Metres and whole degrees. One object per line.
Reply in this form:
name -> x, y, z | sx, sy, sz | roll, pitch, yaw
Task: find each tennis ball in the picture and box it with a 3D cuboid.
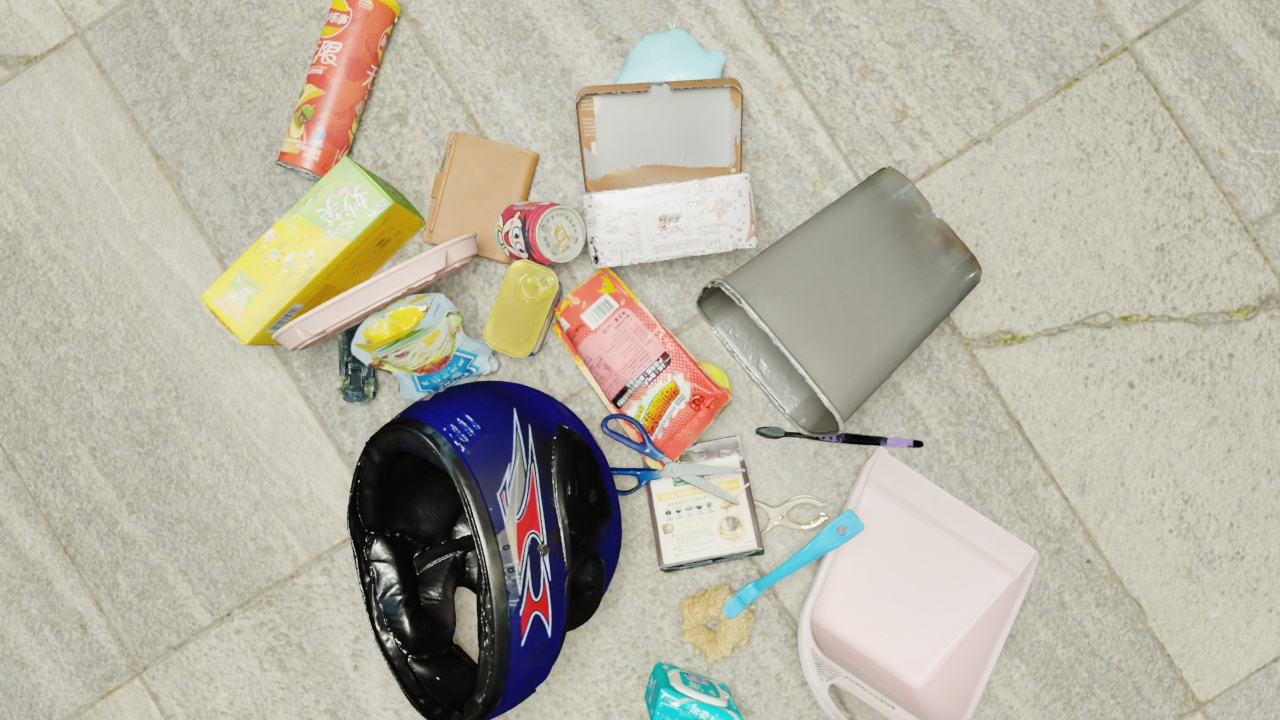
tennis ball -> 0.068, 0.034, 1.009 | 0.065, 0.065, 0.065 | 0, 89, 1

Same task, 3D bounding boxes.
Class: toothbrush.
toothbrush -> 0.223, 0.086, 1.027 | 0.189, 0.017, 0.014 | 4, 75, 2

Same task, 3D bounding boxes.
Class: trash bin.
trash bin -> 0.204, -0.064, 0.951 | 0.219, 0.199, 0.198 | -41, 88, -6

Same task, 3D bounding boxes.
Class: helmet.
helmet -> -0.135, 0.176, 0.922 | 0.248, 0.239, 0.315 | -21, 80, 39

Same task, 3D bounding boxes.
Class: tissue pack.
tissue pack -> 0.055, 0.368, 0.971 | 0.093, 0.133, 0.050 | 21, 86, -2

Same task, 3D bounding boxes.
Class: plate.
plate -> -0.265, -0.068, 0.940 | 0.229, 0.229, 0.028 | -28, 99, 1

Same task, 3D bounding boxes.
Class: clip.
clip -> 0.158, 0.171, 1.023 | 0.100, 0.034, 0.071 | -10, 89, 10

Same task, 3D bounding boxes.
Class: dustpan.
dustpan -> 0.289, 0.261, 0.964 | 0.222, 0.139, 0.273 | 31, 91, 2

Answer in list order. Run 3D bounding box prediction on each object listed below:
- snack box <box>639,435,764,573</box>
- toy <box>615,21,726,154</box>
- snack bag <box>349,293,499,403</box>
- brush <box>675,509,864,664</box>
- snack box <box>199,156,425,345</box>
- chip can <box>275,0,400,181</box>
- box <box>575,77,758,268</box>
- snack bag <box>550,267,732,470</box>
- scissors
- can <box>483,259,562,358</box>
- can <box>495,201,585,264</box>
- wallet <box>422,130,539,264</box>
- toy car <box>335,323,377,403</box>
snack box -> 0.067, 0.157, 0.998 | 0.113, 0.053, 0.125 | -12, 67, 6
toy -> 0.017, -0.298, 1.023 | 0.161, 0.049, 0.156 | -4, 97, 9
snack bag -> -0.219, -0.004, 0.961 | 0.110, 0.191, 0.039 | -36, 66, -5
brush -> 0.134, 0.238, 0.973 | 0.255, 0.045, 0.083 | -44, 80, 26
snack box -> -0.340, -0.109, 0.975 | 0.210, 0.157, 0.070 | -44, 92, 0
chip can -> -0.338, -0.307, 1.022 | 0.073, 0.073, 0.216 | 20, 90, 2
box -> 0.027, -0.206, 0.967 | 0.183, 0.155, 0.187 | -7, 104, 0
snack bag -> -0.006, 0.006, 0.984 | 0.208, 0.073, 0.129 | 49, 119, 12
scissors -> 0.022, 0.117, 0.970 | 0.165, 0.012, 0.157 | 47, 118, 6
can -> -0.125, -0.054, 1.006 | 0.057, 0.083, 0.102 | 22, 89, 1
can -> -0.108, -0.138, 0.992 | 0.066, 0.094, 0.066 | -7, 103, -34
wallet -> -0.182, -0.184, 1.035 | 0.108, 0.031, 0.132 | 14, 89, -2
toy car -> -0.318, 0.003, 1.035 | 0.043, 0.034, 0.090 | -5, 87, 4
